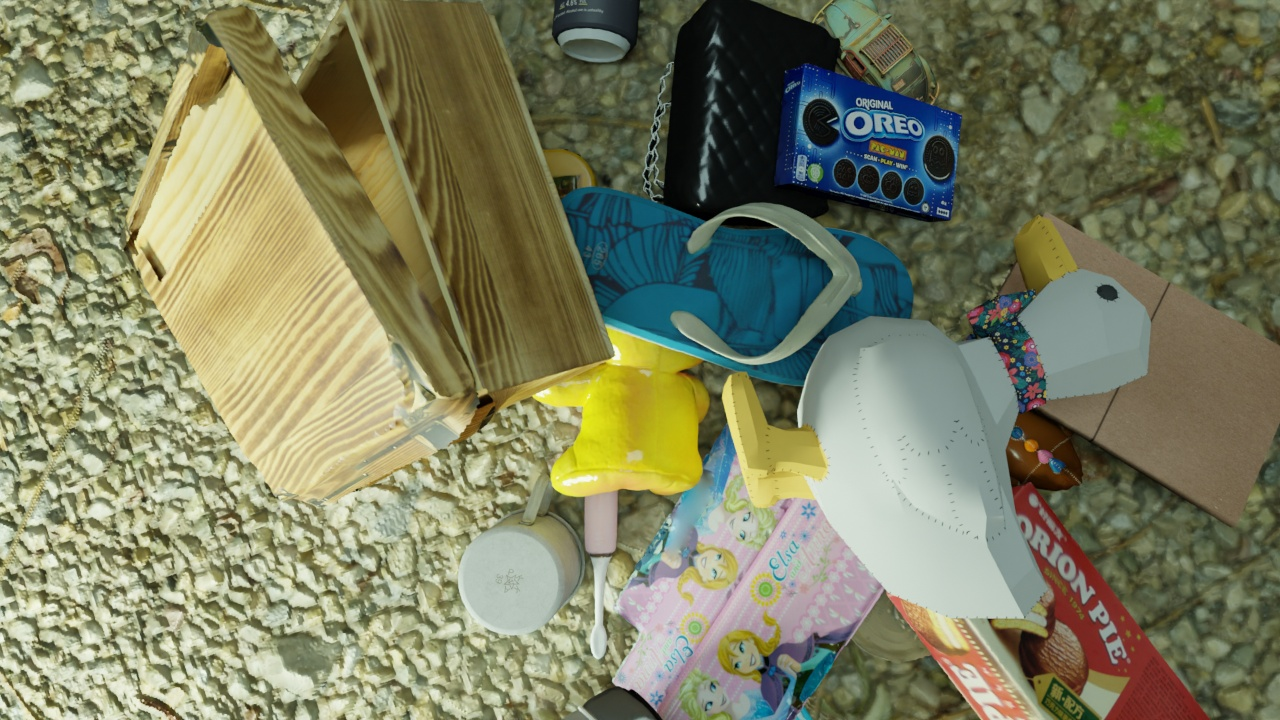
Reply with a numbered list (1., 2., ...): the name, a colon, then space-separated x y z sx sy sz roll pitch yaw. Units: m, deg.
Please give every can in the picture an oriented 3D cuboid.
1. can: 0.185 0.172 0.669 0.086 0.043 0.086 0 88 7
2. can: -0.031 -0.299 0.700 0.064 0.064 0.127 5 88 6

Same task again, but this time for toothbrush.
1. toothbrush: -0.031 0.115 0.704 0.027 0.026 0.222 1 88 -1

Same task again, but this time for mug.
1. mug: -0.086 0.143 0.687 0.084 0.070 0.113 11 91 7

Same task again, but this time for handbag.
1. handbag: 0.079 -0.172 0.686 0.125 0.115 0.153 5 85 -17

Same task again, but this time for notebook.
1. notebook: 0.350 0.002 0.652 0.209 0.008 0.141 32 73 7

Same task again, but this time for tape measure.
1. tape measure: -0.063 -0.132 0.715 0.059 0.030 0.068 0 88 8

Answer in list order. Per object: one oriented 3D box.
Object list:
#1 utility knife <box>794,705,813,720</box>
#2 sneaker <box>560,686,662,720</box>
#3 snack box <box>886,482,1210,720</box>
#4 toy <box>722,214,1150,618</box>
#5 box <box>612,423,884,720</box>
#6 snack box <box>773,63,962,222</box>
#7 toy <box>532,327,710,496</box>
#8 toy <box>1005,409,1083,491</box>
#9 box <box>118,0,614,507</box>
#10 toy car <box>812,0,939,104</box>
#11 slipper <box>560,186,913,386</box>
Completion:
1. utility knife: 0.121 0.269 0.688 0.022 0.015 0.169 -35 85 -26
2. sneaker: -0.022 0.366 0.624 0.160 0.093 0.256 -22 95 -21
3. snack box: 0.283 0.210 0.615 0.113 0.060 0.236 -37 89 -29
4. toy: 0.191 0.036 0.571 0.268 0.141 0.246 -11 65 7
5. box: 0.068 0.177 0.666 0.159 0.035 0.230 34 100 20
6. snack box: 0.164 -0.151 0.652 0.150 0.027 0.082 6 90 -29
7. toy: -0.004 0.004 0.657 0.134 0.088 0.193 10 80 -20
8. toy: 0.263 0.052 0.637 0.090 0.103 0.071 43 98 0
9. box: -0.187 -0.043 0.589 0.280 0.175 0.247 -25 85 49
10. toy car: 0.177 -0.230 0.683 0.047 0.047 0.112 -41 86 4
11. slipper: 0.076 -0.047 0.616 0.294 0.060 0.118 10 93 -25
